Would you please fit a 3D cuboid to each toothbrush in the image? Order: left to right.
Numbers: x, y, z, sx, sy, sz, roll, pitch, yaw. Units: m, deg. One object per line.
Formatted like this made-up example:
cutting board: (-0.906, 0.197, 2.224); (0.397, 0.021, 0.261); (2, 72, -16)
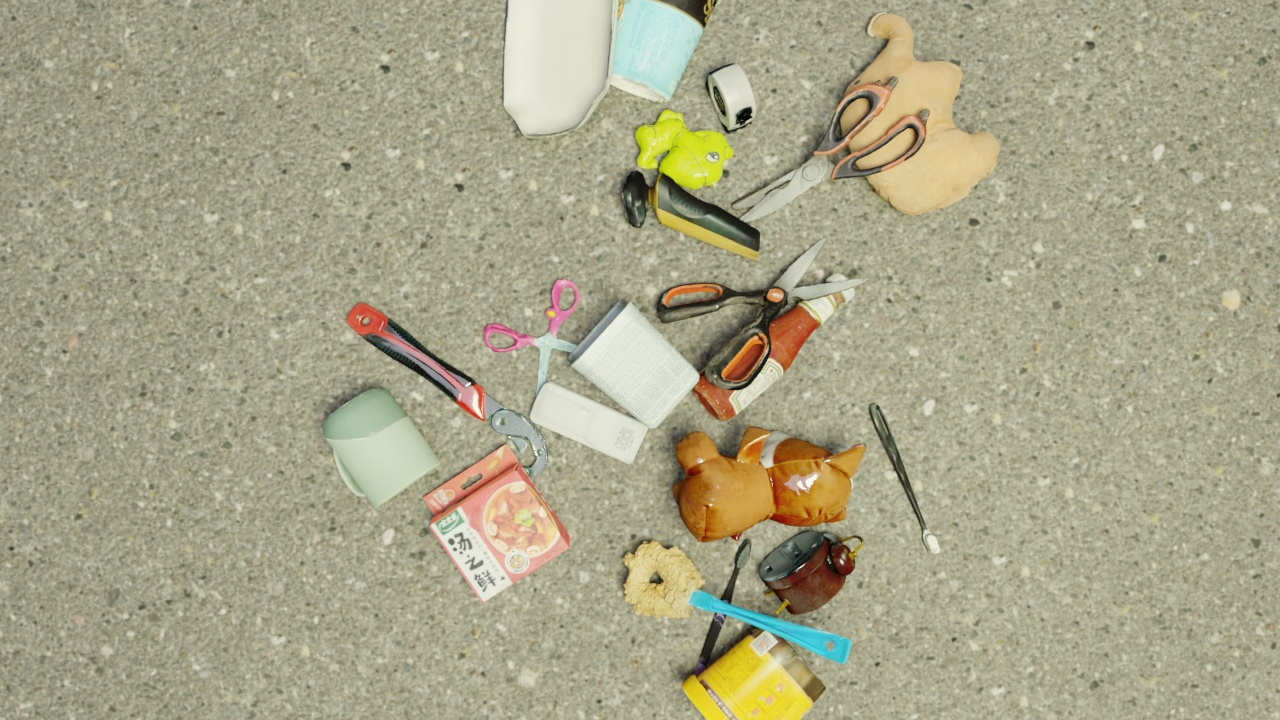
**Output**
toothbrush: (0.087, 0.287, 1.014); (0.014, 0.017, 0.189); (20, 91, -2)
toothbrush: (0.293, 0.131, 1.018); (0.015, 0.018, 0.181); (-23, 89, 2)

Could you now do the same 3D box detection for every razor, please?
razor: (0.056, -0.152, 0.997); (0.167, 0.062, 0.068); (23, 120, -6)

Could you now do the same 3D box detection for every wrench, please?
wrench: (-0.208, 0.029, 1.006); (0.273, 0.016, 0.056); (40, 89, -2)

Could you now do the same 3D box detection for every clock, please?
clock: (0.185, 0.221, 0.983); (0.122, 0.082, 0.055); (-34, 95, 0)

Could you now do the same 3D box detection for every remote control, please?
remote control: (-0.057, 0.068, 1.004); (0.125, 0.024, 0.049); (23, 95, -3)

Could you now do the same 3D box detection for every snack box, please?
snack box: (-0.157, 0.174, 0.985); (0.113, 0.044, 0.127); (-33, 96, 3)

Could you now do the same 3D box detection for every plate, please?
plate: (-0.077, -0.363, 0.965); (0.162, 0.034, 0.265); (2, 89, 40)

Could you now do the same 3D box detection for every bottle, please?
bottle: (0.147, -0.019, 0.993); (0.206, 0.060, 0.060); (-40, 91, -7)

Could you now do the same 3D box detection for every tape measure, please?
tape measure: (0.098, -0.284, 0.986); (0.033, 0.066, 0.066); (-25, 91, -3)

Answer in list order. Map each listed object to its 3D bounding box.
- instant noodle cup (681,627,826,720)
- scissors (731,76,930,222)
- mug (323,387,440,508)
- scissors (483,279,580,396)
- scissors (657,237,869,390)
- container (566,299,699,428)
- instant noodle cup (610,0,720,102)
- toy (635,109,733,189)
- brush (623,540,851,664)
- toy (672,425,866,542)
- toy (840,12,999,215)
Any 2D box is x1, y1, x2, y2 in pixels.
instant noodle cup: (0.123, 0.350, 0.968); (0.114, 0.118, 0.118); (-42, 91, -8)
scissors: (0.192, -0.219, 0.975); (0.205, 0.015, 0.199); (14, 99, 21)
mug: (-0.286, 0.096, 0.978); (0.112, 0.082, 0.106); (-35, 92, 30)
scissors: (-0.107, -0.026, 1.009); (0.134, 0.017, 0.133); (10, 94, -6)
scissors: (0.122, -0.060, 0.978); (0.228, 0.022, 0.220); (12, 58, 19)
container: (-0.006, 0.006, 0.971); (0.111, 0.090, 0.090); (43, 89, -9)
instant noodle cup: (0.013, -0.343, 0.969); (0.111, 0.111, 0.120); (20, 96, -1)
toy: (0.046, -0.227, 1.003); (0.096, 0.031, 0.100); (-33, 86, -1)
brush: (0.093, 0.258, 0.957); (0.255, 0.046, 0.083); (16, 78, 21)
toy: (0.135, 0.129, 0.973); (0.199, 0.140, 0.130); (-1, 49, -3)
toy: (0.282, -0.267, 0.988); (0.143, 0.082, 0.226); (-26, 86, 2)
